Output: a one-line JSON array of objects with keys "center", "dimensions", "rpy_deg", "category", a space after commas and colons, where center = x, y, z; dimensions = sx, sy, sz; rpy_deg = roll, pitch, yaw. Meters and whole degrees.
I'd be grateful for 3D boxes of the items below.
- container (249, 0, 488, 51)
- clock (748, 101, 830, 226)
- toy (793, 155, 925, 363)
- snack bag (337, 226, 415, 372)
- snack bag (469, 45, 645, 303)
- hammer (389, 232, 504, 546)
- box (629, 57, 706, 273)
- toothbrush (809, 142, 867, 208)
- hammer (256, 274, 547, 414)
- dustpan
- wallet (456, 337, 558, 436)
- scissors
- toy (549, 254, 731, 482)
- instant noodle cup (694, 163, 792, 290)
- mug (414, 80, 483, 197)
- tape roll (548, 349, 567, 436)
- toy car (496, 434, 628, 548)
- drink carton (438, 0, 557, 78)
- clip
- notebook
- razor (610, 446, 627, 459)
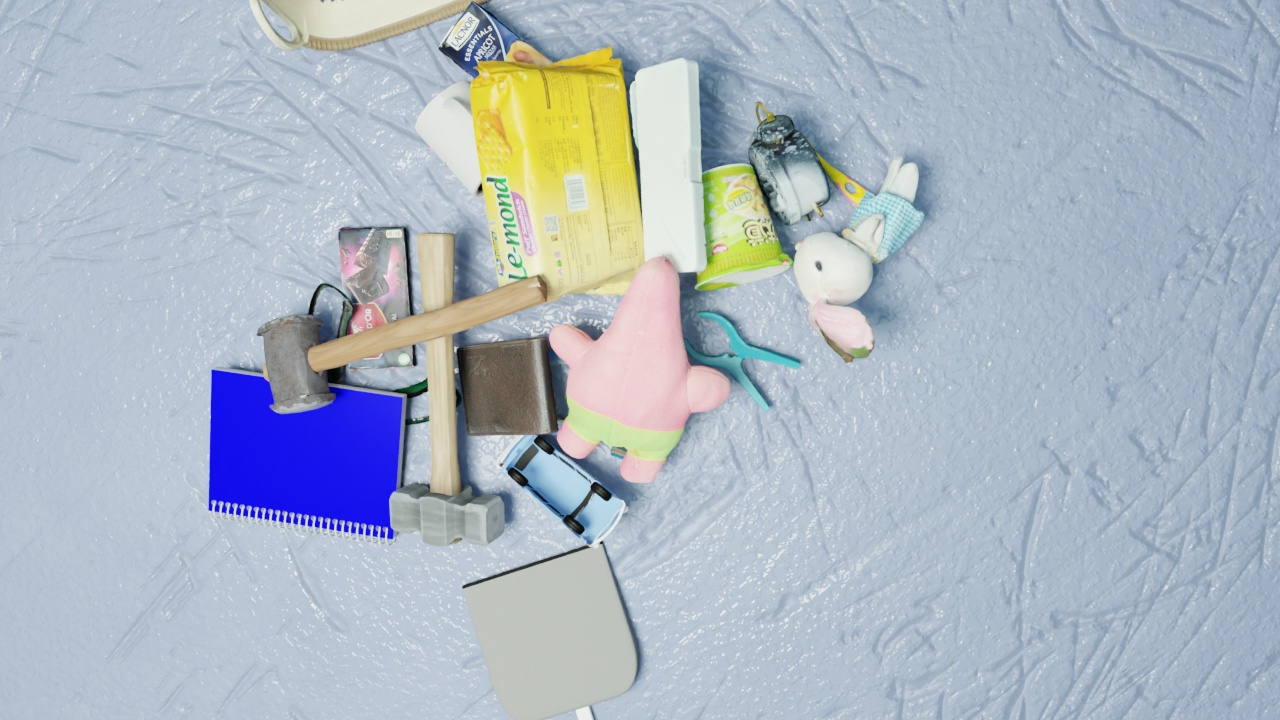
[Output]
[{"center": [-0.256, -0.407, 0.882], "dimensions": [0.246, 0.184, 0.143], "rpy_deg": [-17, 82, 4], "category": "container"}, {"center": [0.140, -0.194, 0.907], "dimensions": [0.052, 0.090, 0.129], "rpy_deg": [-29, 95, 1], "category": "clock"}, {"center": [0.208, -0.109, 0.893], "dimensions": [0.105, 0.131, 0.205], "rpy_deg": [23, 91, 2], "category": "toy"}, {"center": [-0.282, -0.067, 0.985], "dimensions": [0.074, 0.018, 0.155], "rpy_deg": [-2, 96, 5], "category": "snack bag"}, {"center": [-0.072, -0.176, 0.888], "dimensions": [0.159, 0.068, 0.247], "rpy_deg": [-14, 101, -34], "category": "snack bag"}, {"center": [-0.203, 0.032, 0.940], "dimensions": [0.117, 0.051, 0.323], "rpy_deg": [5, 102, 21], "category": "hammer"}, {"center": [0.031, -0.182, 0.897], "dimensions": [0.075, 0.125, 0.197], "rpy_deg": [-2, 94, 5], "category": "box"}, {"center": [0.209, -0.182, 0.940], "dimensions": [0.135, 0.016, 0.021], "rpy_deg": [41, 94, -4], "category": "toothbrush"}, {"center": [-0.236, -0.025, 0.890], "dimensions": [0.329, 0.052, 0.098], "rpy_deg": [-14, 85, 21], "category": "hammer"}, {"center": [-0.077, 0.343, 0.997], "dimensions": [0.163, 0.033, 0.257], "rpy_deg": [-19, 84, 6], "category": "dustpan"}, {"center": [-0.141, 0.029, 0.953], "dimensions": [0.120, 0.031, 0.099], "rpy_deg": [-3, 95, 35], "category": "wallet"}, {"center": [-0.303, 0.008, 0.979], "dimensions": [0.202, 0.015, 0.204], "rpy_deg": [-14, 105, 8], "category": "scissors"}, {"center": [-0.005, 0.005, 0.899], "dimensions": [0.192, 0.096, 0.237], "rpy_deg": [20, 118, 10], "category": "toy"}, {"center": [0.090, -0.133, 0.918], "dimensions": [0.099, 0.099, 0.108], "rpy_deg": [-14, 85, 5], "category": "instant noodle cup"}, {"center": [-0.170, -0.226, 0.921], "dimensions": [0.073, 0.105, 0.089], "rpy_deg": [-42, 90, -7], "category": "mug"}, {"center": [-0.082, 0.034, 0.978], "dimensions": [0.091, 0.016, 0.093], "rpy_deg": [16, 95, 3], "category": "tape roll"}, {"center": [-0.079, 0.131, 0.943], "dimensions": [0.153, 0.055, 0.056], "rpy_deg": [35, 80, 28], "category": "toy car"}, {"center": [-0.137, -0.303, 0.944], "dimensions": [0.130, 0.040, 0.064], "rpy_deg": [38, 96, 1], "category": "drink carton"}, {"center": [0.092, 0.008, 0.960], "dimensions": [0.127, 0.028, 0.113], "rpy_deg": [43, 94, -1], "category": "clip"}, {"center": [-0.362, 0.105, 0.992], "dimensions": [0.209, 0.022, 0.172], "rpy_deg": [8, 103, 4], "category": "notebook"}, {"center": [0.012, 0.040, 0.970], "dimensions": [0.042, 0.022, 0.144], "rpy_deg": [20, 91, 16], "category": "razor"}]
